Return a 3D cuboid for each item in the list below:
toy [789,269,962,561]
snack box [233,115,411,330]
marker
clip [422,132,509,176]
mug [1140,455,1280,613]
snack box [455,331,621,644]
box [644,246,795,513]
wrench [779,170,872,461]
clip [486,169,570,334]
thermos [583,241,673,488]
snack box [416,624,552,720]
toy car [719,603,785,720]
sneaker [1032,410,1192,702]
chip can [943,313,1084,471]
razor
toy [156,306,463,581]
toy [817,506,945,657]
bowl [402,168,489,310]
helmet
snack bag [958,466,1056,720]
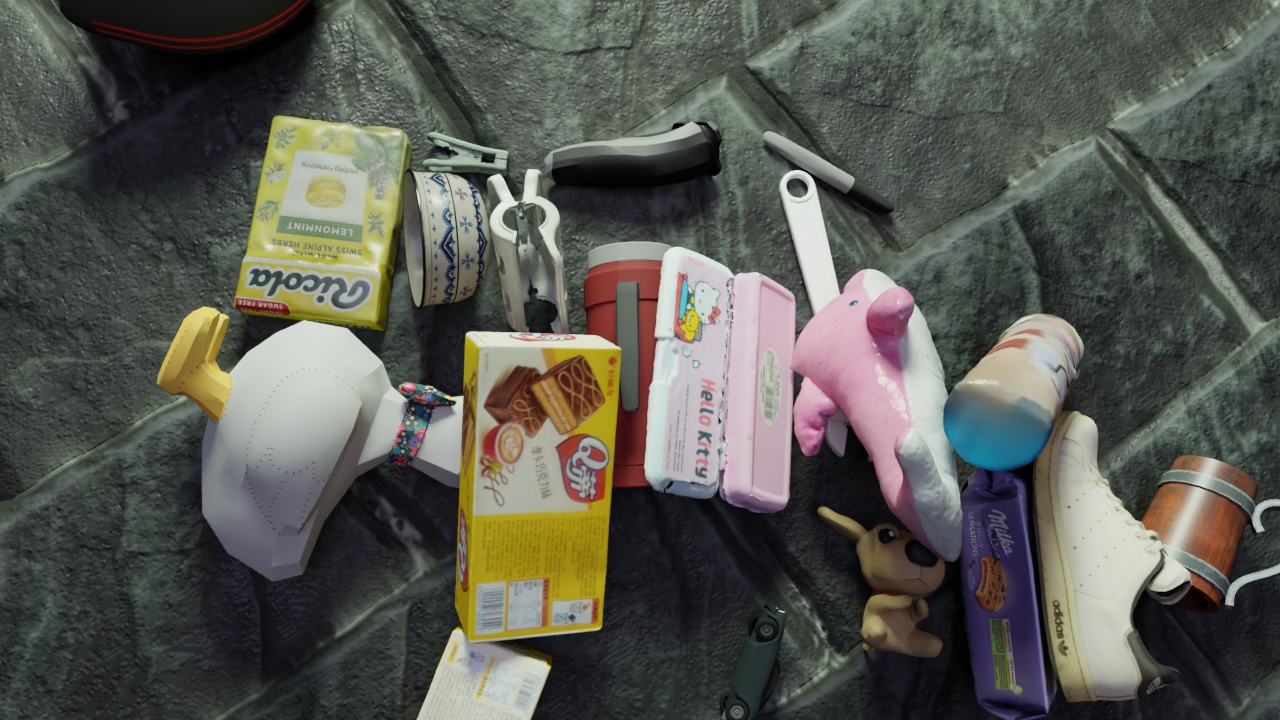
[{"bbox_3d":[0.181,0.034,0.731,0.128,0.187,0.265,-19,44,15],"label":"toy"},{"bbox_3d":[-0.269,-0.122,0.791,0.121,0.045,0.180,8,80,-3],"label":"snack box"},{"bbox_3d":[0.172,-0.171,0.847,0.138,0.016,0.022,30,103,2],"label":"marker"},{"bbox_3d":[-0.156,-0.181,0.822,0.074,0.023,0.035,8,78,-5],"label":"clip"},{"bbox_3d":[0.483,0.151,0.772,0.117,0.081,0.111,22,73,36],"label":"mug"},{"bbox_3d":[-0.080,0.095,0.709,0.110,0.062,0.230,0,101,-21],"label":"snack box"},{"bbox_3d":[0.074,0.017,0.751,0.154,0.045,0.201,20,68,-43],"label":"box"},{"bbox_3d":[0.169,-0.043,0.824,0.066,0.018,0.273,-11,80,-6],"label":"wrench"},{"bbox_3d":[-0.102,-0.091,0.766,0.091,0.126,0.151,-20,59,-16],"label":"clip"},{"bbox_3d":[-0.004,0.004,0.757,0.084,0.108,0.198,-3,83,7],"label":"thermos"},{"bbox_3d":[-0.127,0.274,0.726,0.083,0.061,0.105,21,79,-1],"label":"snack box"},{"bbox_3d":[0.095,0.256,0.753,0.034,0.046,0.112,22,81,1],"label":"toy car"},{"bbox_3d":[0.378,0.148,0.733,0.103,0.089,0.241,-10,59,34],"label":"sneaker"},{"bbox_3d":[0.298,0.018,0.720,0.080,0.228,0.080,8,106,29],"label":"chip can"},{"bbox_3d":[-0.008,-0.179,0.819,0.156,0.057,0.060,-14,50,-7],"label":"razor"},{"bbox_3d":[-0.237,0.056,0.724,0.267,0.141,0.246,30,81,-16],"label":"toy"},{"bbox_3d":[0.208,0.184,0.752,0.134,0.106,0.108,14,68,-5],"label":"toy"},{"bbox_3d":[-0.160,-0.102,0.765,0.059,0.116,0.115,-5,80,-20],"label":"bowl"},{"bbox_3d":[-0.358,-0.352,0.765,0.264,0.164,0.170,-40,97,-19],"label":"helmet"},{"bbox_3d":[0.298,0.185,0.755,0.058,0.096,0.205,-9,78,29],"label":"snack bag"}]
